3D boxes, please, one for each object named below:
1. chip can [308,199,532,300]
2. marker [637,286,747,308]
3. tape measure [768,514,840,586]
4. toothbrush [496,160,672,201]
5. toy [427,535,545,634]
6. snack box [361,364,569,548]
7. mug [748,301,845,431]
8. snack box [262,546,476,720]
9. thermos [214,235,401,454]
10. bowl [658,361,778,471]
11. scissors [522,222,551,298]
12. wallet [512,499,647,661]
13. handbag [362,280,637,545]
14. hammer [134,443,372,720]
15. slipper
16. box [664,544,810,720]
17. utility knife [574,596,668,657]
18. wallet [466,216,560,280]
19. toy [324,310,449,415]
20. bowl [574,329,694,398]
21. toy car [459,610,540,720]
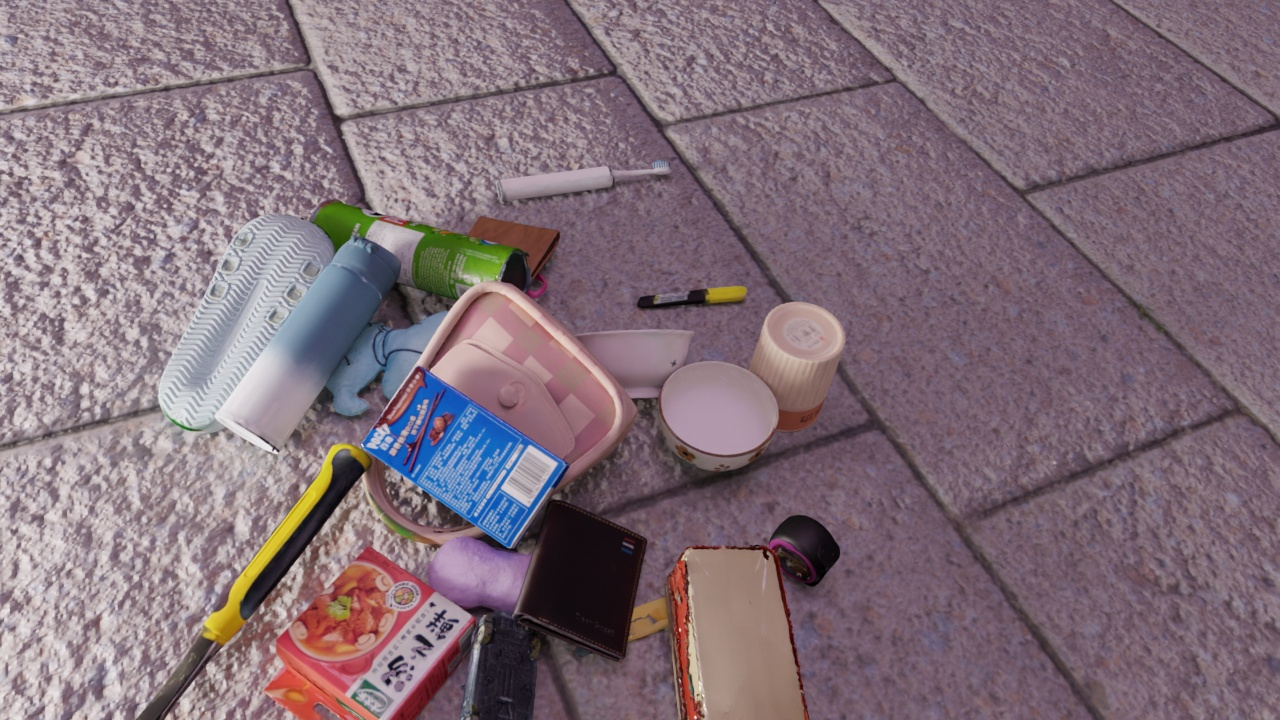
[{"bbox_3d":[-0.231,-0.108,0.954,0.236,0.072,0.072,16,49,18],"label":"chip can"},{"bbox_3d":[0.057,-0.069,1.017,0.124,0.015,0.018,-6,50,-8],"label":"marker"},{"bbox_3d":[0.140,0.165,0.796,0.058,0.057,0.039,41,57,15],"label":"tape measure"},{"bbox_3d":[-0.065,-0.222,1.124,0.220,0.027,0.026,-11,79,-16],"label":"toothbrush"},{"bbox_3d":[-0.122,0.178,0.764,0.108,0.039,0.083,11,51,-5],"label":"toy"},{"bbox_3d":[-0.147,0.080,0.773,0.157,0.026,0.084,32,83,10],"label":"snack box"},{"bbox_3d":[0.154,-0.005,0.911,0.082,0.106,0.114,17,50,7],"label":"mug"},{"bbox_3d":[-0.209,0.226,0.709,0.113,0.044,0.126,28,52,16],"label":"snack box"},{"bbox_3d":[-0.302,-0.020,0.858,0.070,0.070,0.220,24,67,13],"label":"thermos"},{"bbox_3d":[0.069,0.062,0.873,0.113,0.062,0.113,4,49,-5],"label":"bowl"},{"bbox_3d":[-0.141,-0.115,1.033,0.096,0.017,0.137,-4,47,-1],"label":"scissors"},{"bbox_3d":[-0.047,0.180,0.762,0.096,0.020,0.122,24,40,-9],"label":"wallet"},{"bbox_3d":[-0.141,0.061,0.824,0.193,0.093,0.234,44,77,10],"label":"handbag"},{"bbox_3d":[-0.307,0.193,0.694,0.126,0.032,0.322,8,50,28],"label":"hammer"},{"bbox_3d":[-0.376,-0.035,0.900,0.104,0.074,0.244,18,66,7],"label":"slipper"},{"bbox_3d":[0.072,0.228,0.709,0.091,0.079,0.168,2,54,-11],"label":"box"},{"bbox_3d":[0.024,0.214,0.772,0.173,0.019,0.031,-18,48,-15],"label":"utility knife"},{"bbox_3d":[-0.155,-0.112,1.007,0.101,0.020,0.115,12,49,16],"label":"wallet"},{"bbox_3d":[-0.224,0.001,0.900,0.156,0.050,0.161,26,62,13],"label":"toy"},{"bbox_3d":[-0.005,0.005,0.902,0.118,0.118,0.064,-1,89,-8],"label":"bowl"},{"bbox_3d":[-0.108,0.252,0.698,0.054,0.037,0.120,23,50,-24],"label":"toy car"}]
